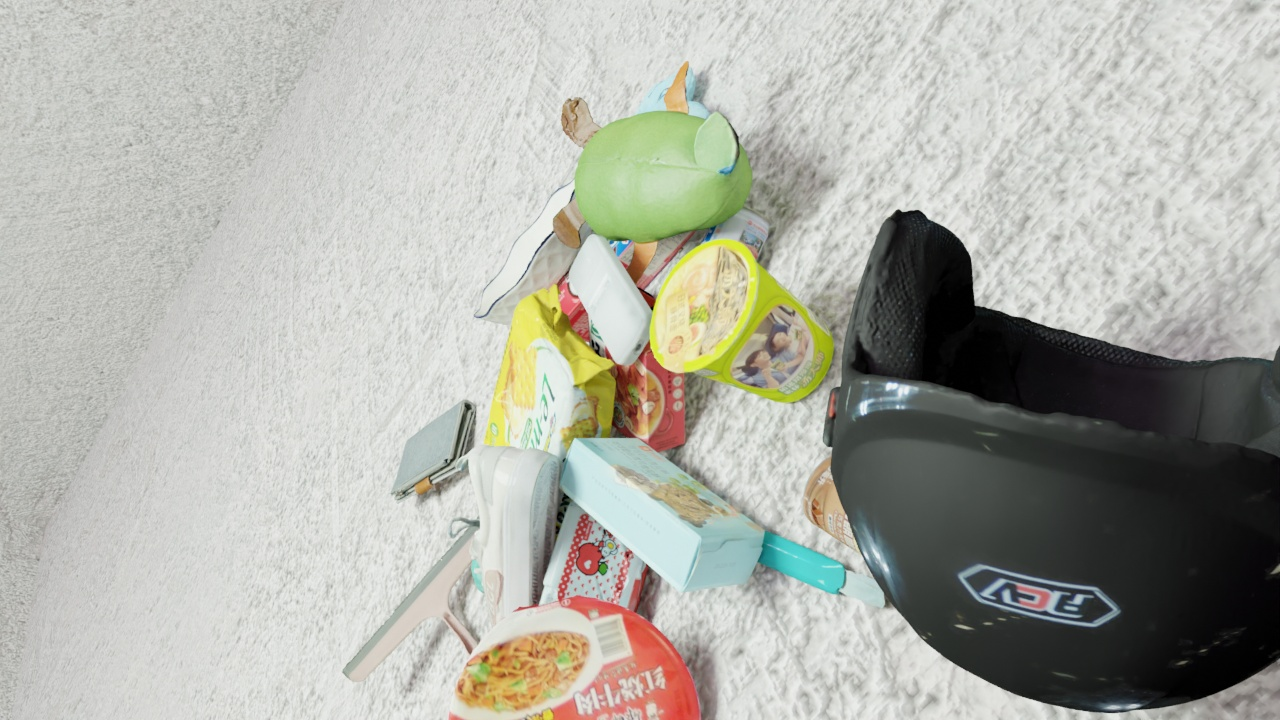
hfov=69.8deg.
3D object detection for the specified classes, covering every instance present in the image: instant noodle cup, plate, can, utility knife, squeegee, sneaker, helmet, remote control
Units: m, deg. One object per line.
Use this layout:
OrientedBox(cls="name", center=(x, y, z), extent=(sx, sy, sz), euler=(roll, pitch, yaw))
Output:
OrientedBox(cls="instant noodle cup", center=(0.088, -0.021, 0.739), extent=(0.112, 0.123, 0.111), euler=(-28, 49, 37))
OrientedBox(cls="instant noodle cup", center=(-0.051, 0.283, 0.721), extent=(0.066, 0.194, 0.193), euler=(111, 176, -79))
OrientedBox(cls="plate", center=(-0.116, -0.122, 1.059), extent=(0.205, 0.045, 0.204), euler=(-47, 19, 22))
OrientedBox(cls="can", center=(0.071, -0.077, 0.849), extent=(0.053, 0.053, 0.134), euler=(26, 90, 53))
OrientedBox(cls="utility knife", center=(0.113, 0.152, 0.701), extent=(0.187, 0.013, 0.029), euler=(12, 83, 54))
OrientedBox(cls="squeegee", center=(-0.168, 0.305, 0.936), extent=(0.247, 0.040, 0.250), euler=(-48, 42, -6))
OrientedBox(cls="sneaker", center=(-0.123, 0.184, 0.821), extent=(0.091, 0.089, 0.242), euler=(9, 115, 18))
OrientedBox(cls="can", center=(0.167, 0.109, 0.622), extent=(0.116, 0.058, 0.058), euler=(29, 93, 53))
OrientedBox(cls="helmet", center=(0.209, 0.052, 0.440), extent=(0.234, 0.274, 0.230), euler=(11, 106, 31))
OrientedBox(cls="remote control", center=(-0.026, -0.056, 0.819), extent=(0.056, 0.020, 0.136), euler=(-59, 41, 29))

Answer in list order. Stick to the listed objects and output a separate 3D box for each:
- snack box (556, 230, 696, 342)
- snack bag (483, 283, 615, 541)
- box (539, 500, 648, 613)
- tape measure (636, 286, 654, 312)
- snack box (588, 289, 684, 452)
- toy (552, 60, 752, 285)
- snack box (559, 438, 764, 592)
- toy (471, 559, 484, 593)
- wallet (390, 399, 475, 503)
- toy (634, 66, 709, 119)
OrientedBox(cls="snack box", center=(-0.013, -0.111, 0.967), extent=(0.208, 0.058, 0.057), euler=(-46, 43, 23))
OrientedBox(cls="snack bag", center=(-0.089, 0.066, 0.892), extent=(0.158, 0.068, 0.247), euler=(52, 134, 46))
OrientedBox(cls="box", center=(-0.056, 0.222, 0.797), extent=(0.095, 0.098, 0.201), euler=(0, 70, 50))
OrientedBox(cls="tape measure", center=(-0.010, -0.047, 0.943), extent=(0.058, 0.039, 0.057), euler=(-38, 44, 38))
OrientedBox(cls="snack box", center=(-0.005, 0.005, 0.852), extent=(0.113, 0.044, 0.127), euler=(35, 132, 53))
OrientedBox(cls="toy", center=(0.006, -0.172, 0.860), extent=(0.247, 0.089, 0.227), euler=(14, 94, 45))
OrientedBox(cls="snack box", center=(0.013, 0.120, 0.751), extent=(0.175, 0.074, 0.052), euler=(32, 111, 44))
OrientedBox(cls="toy", center=(-0.151, 0.207, 0.925), extent=(0.092, 0.030, 0.096), euler=(123, 148, -49))
OrientedBox(cls="wallet", center=(-0.259, 0.119, 1.153), extent=(0.130, 0.037, 0.106), euler=(-32, 37, 35))
OrientedBox(cls="toy", center=(0.029, -0.256, 1.006), extent=(0.162, 0.049, 0.156), euler=(-3, 66, 55))
